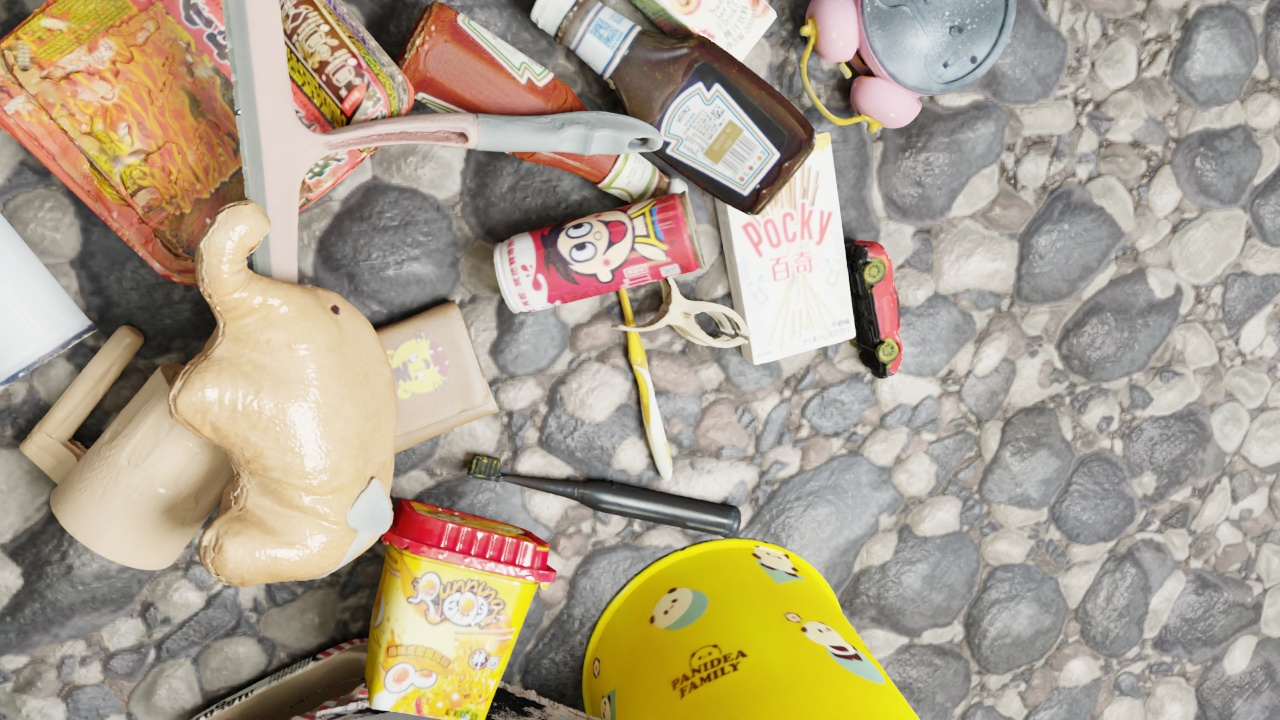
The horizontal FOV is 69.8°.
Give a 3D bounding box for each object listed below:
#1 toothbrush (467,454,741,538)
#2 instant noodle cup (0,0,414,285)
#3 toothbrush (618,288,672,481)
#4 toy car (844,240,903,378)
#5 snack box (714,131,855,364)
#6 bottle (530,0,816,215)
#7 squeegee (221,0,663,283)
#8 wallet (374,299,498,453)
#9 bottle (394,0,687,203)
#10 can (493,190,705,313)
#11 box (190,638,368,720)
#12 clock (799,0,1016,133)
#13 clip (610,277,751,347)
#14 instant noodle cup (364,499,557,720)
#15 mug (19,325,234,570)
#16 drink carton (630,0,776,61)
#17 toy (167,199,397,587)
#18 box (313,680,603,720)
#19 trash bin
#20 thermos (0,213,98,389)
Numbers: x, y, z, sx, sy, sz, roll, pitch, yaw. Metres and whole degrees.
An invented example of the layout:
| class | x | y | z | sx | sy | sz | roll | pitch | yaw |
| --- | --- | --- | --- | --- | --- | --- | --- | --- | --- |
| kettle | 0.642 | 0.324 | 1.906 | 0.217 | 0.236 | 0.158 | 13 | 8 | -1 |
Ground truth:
| class | x | y | z | sx | sy | sz | roll | pitch | yaw |
| --- | --- | --- | --- | --- | --- | --- | --- | --- | --- |
| toothbrush | -0.024 | 0.101 | 0.687 | 0.212 | 0.026 | 0.027 | 15 | 109 | -17 |
| instant noodle cup | -0.251 | -0.154 | 0.537 | 0.188 | 0.079 | 0.164 | -41 | 109 | -3 |
| toothbrush | -0.004 | 0.004 | 0.671 | 0.018 | 0.016 | 0.191 | -25 | 110 | -34 |
| toy car | 0.176 | -0.038 | 0.690 | 0.031 | 0.049 | 0.106 | -15 | 106 | -9 |
| snack box | 0.105 | -0.082 | 0.673 | 0.084 | 0.027 | 0.157 | -15 | 108 | -10 |
| bottle | 0.018 | -0.176 | 0.593 | 0.195 | 0.043 | 0.080 | 35 | 123 | -9 |
| squeegee | -0.103 | -0.129 | 0.535 | 0.249 | 0.040 | 0.248 | -9 | 142 | -24 |
| wallet | -0.165 | 0.018 | 0.629 | 0.115 | 0.033 | 0.090 | -21 | 107 | -12 |
| bottle | -0.058 | -0.152 | 0.599 | 0.206 | 0.060 | 0.060 | 28 | 96 | -25 |
| can | -0.027 | -0.071 | 0.610 | 0.133 | 0.053 | 0.053 | -13 | 108 | 8 |
| box | -0.251 | 0.256 | 0.665 | 0.163 | 0.081 | 0.075 | -27 | 140 | -8 |
| clock | 0.179 | -0.231 | 0.637 | 0.158 | 0.060 | 0.117 | -44 | 111 | -2 |
| clip | 0.031 | -0.030 | 0.657 | 0.097 | 0.034 | 0.061 | 21 | 88 | -24 |
| instant noodle cup | -0.130 | 0.168 | 0.619 | 0.116 | 0.116 | 0.123 | 18 | 83 | -18 |
| mug | -0.314 | 0.053 | 0.581 | 0.124 | 0.084 | 0.103 | 40 | 90 | 7 |
| drink carton | 0.025 | -0.246 | 0.600 | 0.122 | 0.045 | 0.053 | 37 | 87 | -20 |
| toy | -0.203 | 0.019 | 0.536 | 0.083 | 0.143 | 0.226 | 3 | 105 | 25 |
| box | -0.116 | 0.336 | 0.605 | 0.182 | 0.156 | 0.192 | 14 | 85 | -54 |
| trash bin | 0.095 | 0.281 | 0.642 | 0.229 | 0.255 | 0.230 | -3 | 104 | -14 |
| thermos | -0.416 | -0.089 | 0.520 | 0.073 | 0.073 | 0.224 | -33 | 109 | -4 |
